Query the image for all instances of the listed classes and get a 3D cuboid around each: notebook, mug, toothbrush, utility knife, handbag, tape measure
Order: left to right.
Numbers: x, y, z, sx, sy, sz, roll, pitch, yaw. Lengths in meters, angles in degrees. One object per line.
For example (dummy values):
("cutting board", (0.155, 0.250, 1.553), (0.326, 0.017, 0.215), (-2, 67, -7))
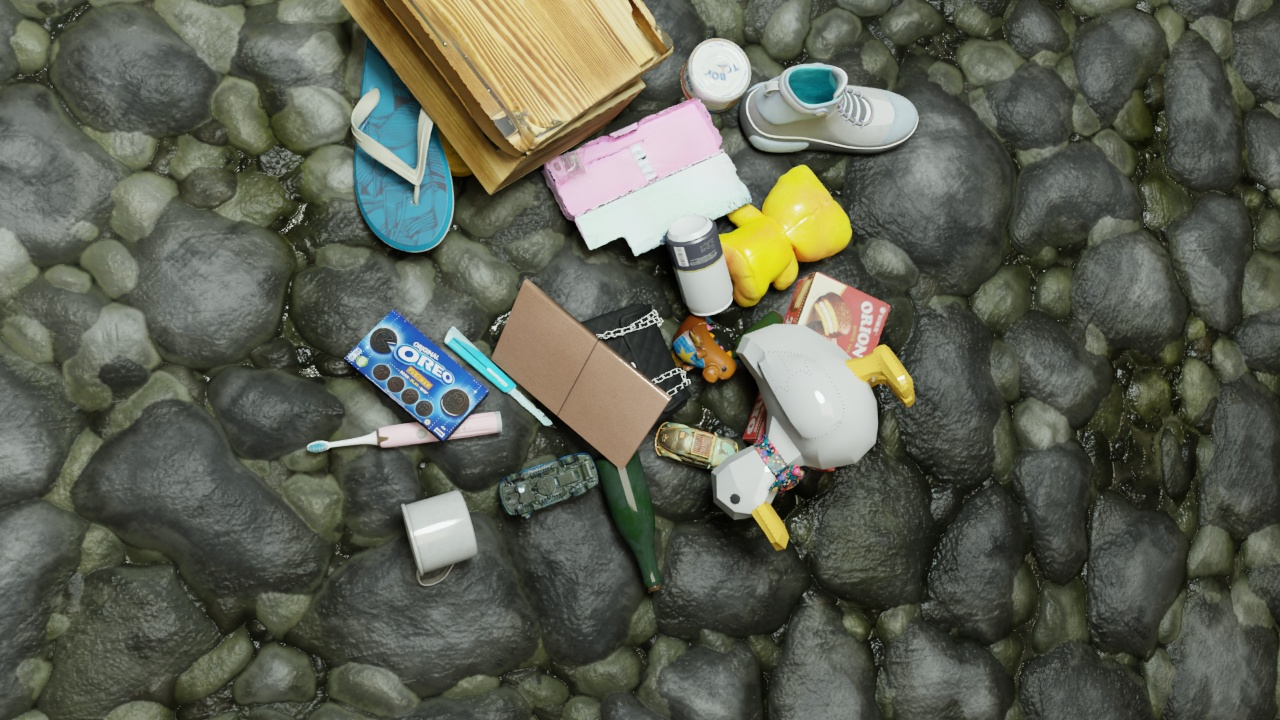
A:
("toothbrush", (-0.273, 0.087, 1.073), (0.222, 0.026, 0.027), (-7, 91, -15))
("mug", (-0.230, 0.208, 1.054), (0.070, 0.084, 0.113), (-15, 124, -18))
("tape measure", (-0.218, -0.253, 1.112), (0.068, 0.030, 0.059), (1, 85, -8))
("utility knife", (-0.169, 0.021, 1.113), (0.169, 0.015, 0.022), (41, 84, -11))
("notebook", (-0.073, 0.019, 1.052), (0.209, 0.142, 0.008), (39, 45, 9))
("handbag", (-0.007, 0.007, 1.106), (0.125, 0.115, 0.153), (-26, 90, -20))

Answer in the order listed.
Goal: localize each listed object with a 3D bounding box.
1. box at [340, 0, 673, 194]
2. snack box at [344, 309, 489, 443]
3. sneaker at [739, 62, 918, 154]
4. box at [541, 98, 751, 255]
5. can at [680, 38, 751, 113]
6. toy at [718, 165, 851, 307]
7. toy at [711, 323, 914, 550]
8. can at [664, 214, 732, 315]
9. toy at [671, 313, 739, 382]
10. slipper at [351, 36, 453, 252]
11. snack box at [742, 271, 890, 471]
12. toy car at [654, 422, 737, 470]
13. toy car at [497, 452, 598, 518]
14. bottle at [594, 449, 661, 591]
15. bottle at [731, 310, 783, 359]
("box", (-0.151, -0.373, 1.027), (0.279, 0.176, 0.246), (53, 52, -7))
("snack box", (-0.258, 0.018, 1.067), (0.150, 0.027, 0.082), (39, 71, 0))
("sneaker", (0.267, -0.331, 1.180), (0.256, 0.160, 0.093), (-2, 86, -14))
("box", (0.012, -0.222, 1.157), (0.230, 0.035, 0.159), (-27, 83, -15))
("can", (0.099, -0.372, 1.199), (0.086, 0.043, 0.086), (1, 84, -13))
("toy", (0.176, -0.165, 1.182), (0.193, 0.087, 0.134), (-34, 91, -14))
("toy", (0.187, 0.072, 1.084), (0.268, 0.141, 0.246), (-29, 73, 11))
("can", (0.075, -0.112, 1.131), (0.064, 0.064, 0.127), (-30, 126, -15))
("toy", (0.091, -0.023, 1.166), (0.090, 0.071, 0.102), (39, 54, -1))
("slipper", (-0.284, -0.273, 1.068), (0.118, 0.060, 0.294), (-4, 84, 7))
("snack box", (0.229, 0.015, 1.194), (0.113, 0.060, 0.236), (23, 81, -10))
("toy car", (0.075, 0.110, 1.153), (0.112, 0.047, 0.047), (16, 78, -13))
("toy car", (-0.111, 0.149, 1.102), (0.120, 0.044, 0.056), (-18, 90, -13))
("bottle", (-0.006, 0.197, 1.121), (0.055, 0.055, 0.174), (-17, 91, -16))
("bottle", (0.142, -0.025, 1.192), (0.106, 0.025, 0.025), (-40, 96, -14))
